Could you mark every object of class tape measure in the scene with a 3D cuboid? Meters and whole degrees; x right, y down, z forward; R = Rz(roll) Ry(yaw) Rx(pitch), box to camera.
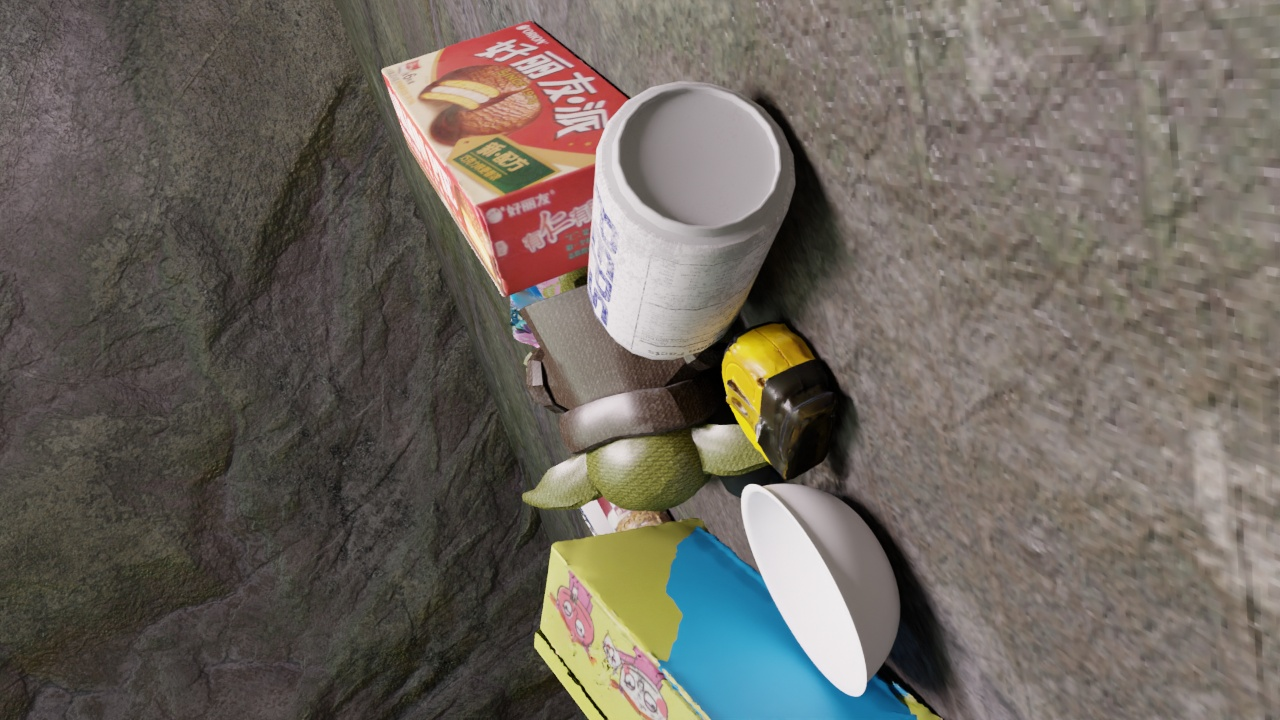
[{"bbox_3d":[0.063,0.018,0.438,0.064,0.037,0.066,59,165,30],"label":"tape measure"}]

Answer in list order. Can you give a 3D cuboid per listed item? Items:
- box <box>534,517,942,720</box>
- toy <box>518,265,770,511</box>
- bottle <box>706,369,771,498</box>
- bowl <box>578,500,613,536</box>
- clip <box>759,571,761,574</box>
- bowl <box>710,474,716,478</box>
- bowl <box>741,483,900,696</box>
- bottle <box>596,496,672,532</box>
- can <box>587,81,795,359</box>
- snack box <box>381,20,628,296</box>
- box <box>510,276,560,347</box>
[{"bbox_3d":[0.044,0.180,0.508,0.221,0.124,0.081,34,121,48],"label":"box"},{"bbox_3d":[-0.006,0.010,0.524,0.078,0.180,0.152,-20,-87,-61],"label":"toy"},{"bbox_3d":[0.057,0.057,0.549,0.113,0.030,0.030,60,165,30],"label":"bottle"},{"bbox_3d":[-0.027,0.168,0.991,0.113,0.063,0.113,57,171,14],"label":"bowl"},{"bbox_3d":[0.086,0.162,0.620,0.076,0.059,0.023,-84,-26,-87],"label":"clip"},{"bbox_3d":[0.000,0.027,0.677,0.152,0.050,0.152,60,166,26],"label":"bowl"},{"bbox_3d":[0.095,0.103,0.450,0.110,0.040,0.110,60,166,26],"label":"bowl"},{"bbox_3d":[-0.013,0.138,0.911,0.105,0.056,0.056,57,164,36],"label":"bottle"},{"bbox_3d":[0.017,-0.054,0.410,0.078,0.078,0.136,63,167,16],"label":"can"},{"bbox_3d":[-0.073,-0.134,0.560,0.236,0.113,0.060,-127,20,-48],"label":"snack box"},{"bbox_3d":[-0.068,-0.042,0.762,0.084,0.053,0.231,25,161,2],"label":"box"}]
